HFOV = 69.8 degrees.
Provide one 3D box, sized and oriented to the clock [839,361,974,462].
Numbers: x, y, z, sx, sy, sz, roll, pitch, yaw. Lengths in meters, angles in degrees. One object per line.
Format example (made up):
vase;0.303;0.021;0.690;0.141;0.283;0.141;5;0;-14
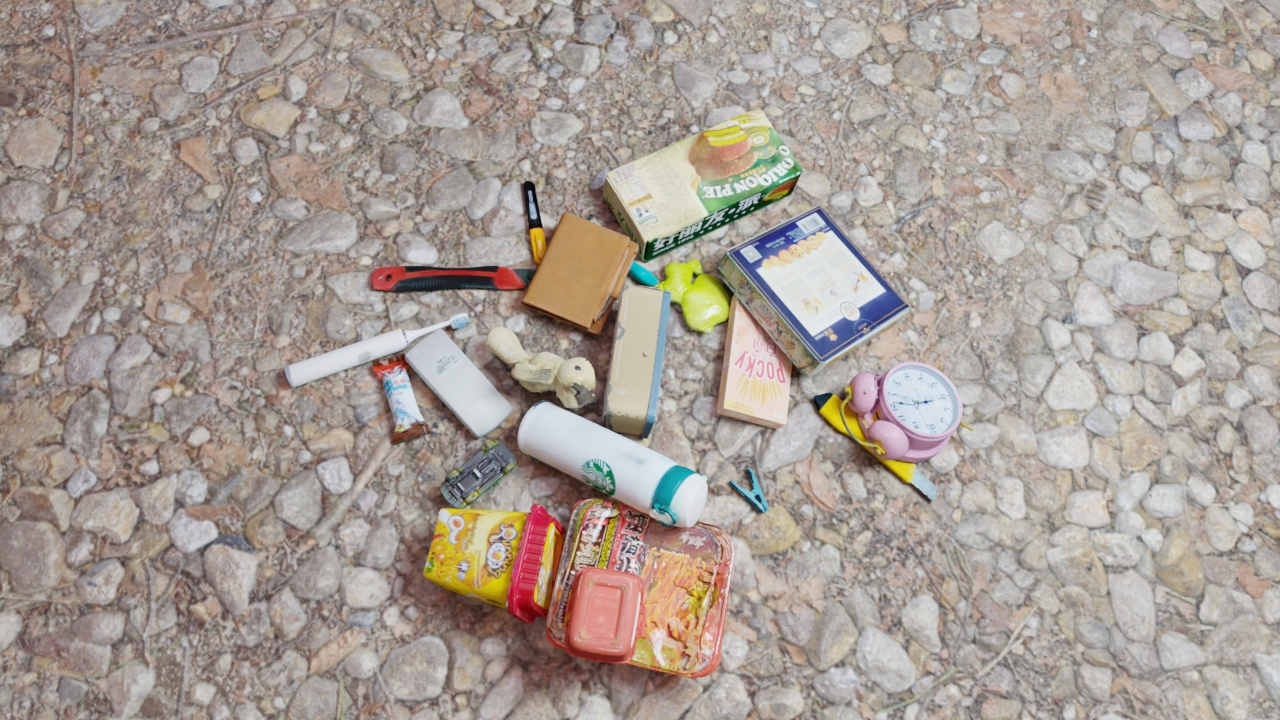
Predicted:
clock;0.309;0.061;1.094;0.158;0.060;0.117;-12;65;-18

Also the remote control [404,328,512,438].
remote control;-0.214;0.028;1.081;0.135;0.019;0.056;47;66;2

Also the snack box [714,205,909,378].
snack box;0.215;-0.089;1.139;0.177;0.046;0.182;-28;73;-33

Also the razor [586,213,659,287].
razor;-0.027;-0.132;1.166;0.132;0.028;0.043;38;84;12

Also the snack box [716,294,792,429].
snack box;0.144;-0.001;1.123;0.084;0.026;0.157;15;67;-15

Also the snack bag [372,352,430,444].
snack bag;-0.281;0.044;1.075;0.048;0.026;0.104;-17;71;-3

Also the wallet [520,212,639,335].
wallet;-0.073;-0.108;1.131;0.108;0.031;0.131;22;76;5

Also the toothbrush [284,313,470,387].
toothbrush;-0.311;-0.017;1.096;0.220;0.027;0.026;-20;53;-13

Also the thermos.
thermos;-0.031;0.115;1.004;0.224;0.073;0.073;23;66;28

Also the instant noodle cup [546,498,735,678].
instant noodle cup;0.002;0.247;0.995;0.189;0.079;0.164;13;68;1

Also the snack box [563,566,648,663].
snack box;-0.034;0.250;0.907;0.082;0.080;0.091;9;72;1

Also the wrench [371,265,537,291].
wrench;-0.196;-0.099;1.145;0.273;0.016;0.056;3;68;-5

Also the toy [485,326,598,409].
toy;-0.115;0.006;1.069;0.157;0.105;0.066;29;86;28

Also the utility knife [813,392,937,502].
utility knife;0.285;0.104;1.111;0.190;0.015;0.033;42;68;11

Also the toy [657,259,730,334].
toy;0.071;-0.083;1.156;0.100;0.031;0.096;19;66;2

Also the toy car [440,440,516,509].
toy car;-0.184;0.131;1.044;0.091;0.036;0.043;-40;76;-17

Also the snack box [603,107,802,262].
snack box;0.081;-0.231;1.197;0.239;0.063;0.114;-27;74;-15

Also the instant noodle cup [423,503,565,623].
instant noodle cup;-0.155;0.211;0.982;0.124;0.116;0.116;8;68;10

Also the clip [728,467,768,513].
clip;0.131;0.155;1.078;0.034;0.013;0.055;-35;76;-16

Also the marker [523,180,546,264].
marker;-0.136;-0.179;1.182;0.018;0.015;0.123;-7;68;-13

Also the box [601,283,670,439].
box;-0.006;0.006;1.084;0.063;0.090;0.184;7;71;-4
